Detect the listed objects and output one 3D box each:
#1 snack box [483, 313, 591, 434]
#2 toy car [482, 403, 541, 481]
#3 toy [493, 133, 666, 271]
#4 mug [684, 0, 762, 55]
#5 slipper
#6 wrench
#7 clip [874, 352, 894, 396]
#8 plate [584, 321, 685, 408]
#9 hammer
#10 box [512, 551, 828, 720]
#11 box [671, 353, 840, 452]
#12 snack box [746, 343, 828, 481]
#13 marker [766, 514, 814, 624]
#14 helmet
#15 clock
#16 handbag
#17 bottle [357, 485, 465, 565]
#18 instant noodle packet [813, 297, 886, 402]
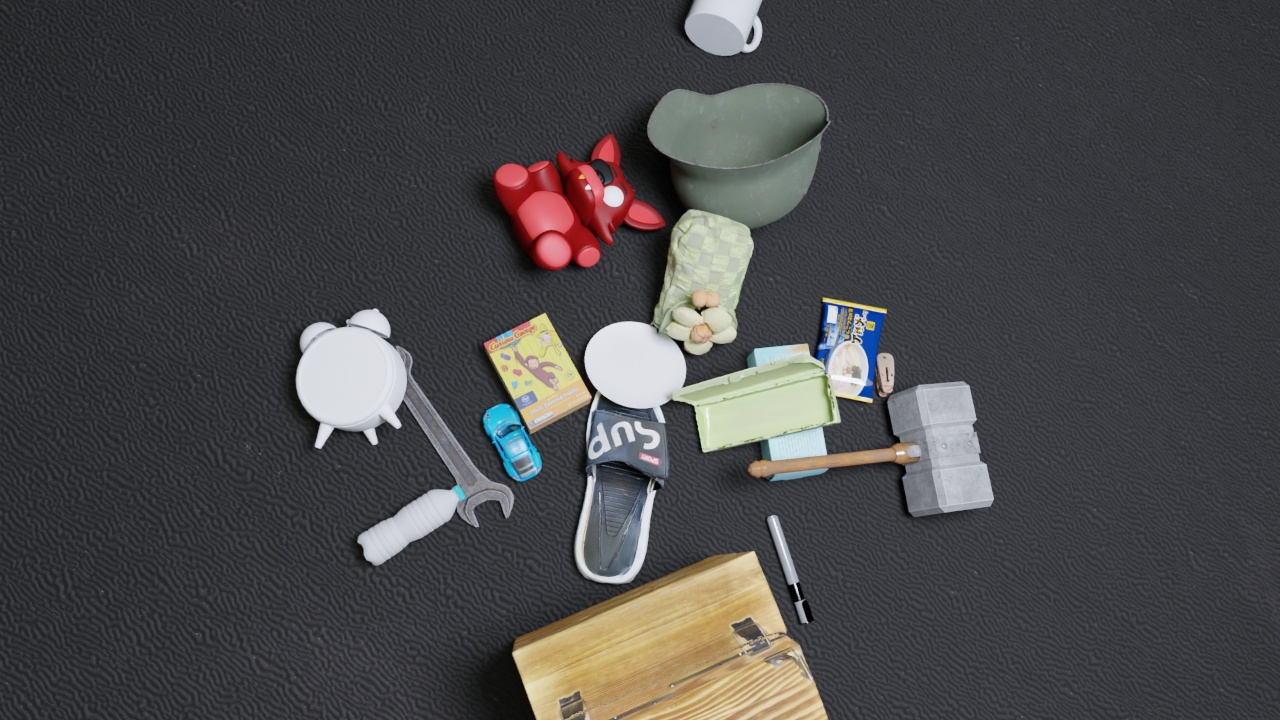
[{"bbox_3d":[-0.133,0.017,1.188,0.088,0.040,0.126,-28,82,-12],"label":"snack box"},{"bbox_3d":[-0.165,0.103,1.170,0.048,0.032,0.105,-26,80,-11],"label":"toy car"},{"bbox_3d":[-0.082,-0.208,1.213,0.196,0.121,0.158,-27,79,-20],"label":"toy"},{"bbox_3d":[0.131,-0.495,1.320,0.121,0.091,0.090,31,72,-33],"label":"mug"},{"bbox_3d":[-0.023,0.148,1.161,0.111,0.063,0.263,11,78,-3],"label":"slipper"},{"bbox_3d":[-0.257,0.095,1.172,0.070,0.010,0.273,-34,83,-13],"label":"wrench"},{"bbox_3d":[0.333,0.021,1.254,0.025,0.049,0.061,1,37,-5],"label":"clip"},{"bbox_3d":[-0.007,0.007,1.205,0.134,0.011,0.134,6,56,-9],"label":"plate"},{"bbox_3d":[0.280,0.123,1.159,0.317,0.083,0.162,-4,77,-20],"label":"hammer"},{"bbox_3d":[0.046,0.409,0.989,0.279,0.287,0.336,-19,78,-10],"label":"box"},{"bbox_3d":[0.144,0.060,1.145,0.188,0.097,0.082,-18,74,29],"label":"box"},{"bbox_3d":[0.193,0.067,1.209,0.075,0.053,0.174,-6,77,-8],"label":"snack box"},{"bbox_3d":[0.191,0.268,1.181,0.016,0.016,0.140,-16,79,-10],"label":"marker"},{"bbox_3d":[0.140,-0.265,1.216,0.227,0.154,0.267,21,52,27],"label":"helmet"},{"bbox_3d":[-0.358,0.023,1.148,0.125,0.073,0.160,-15,76,3],"label":"clock"},{"bbox_3d":[0.080,-0.092,1.175,0.113,0.187,0.116,7,35,-5],"label":"handbag"},{"bbox_3d":[-0.278,0.198,1.126,0.136,0.044,0.044,-32,83,-10],"label":"bottle"},{"bbox_3d":[0.282,-0.015,1.250,0.087,0.026,0.134,11,76,5],"label":"instant noodle packet"}]
